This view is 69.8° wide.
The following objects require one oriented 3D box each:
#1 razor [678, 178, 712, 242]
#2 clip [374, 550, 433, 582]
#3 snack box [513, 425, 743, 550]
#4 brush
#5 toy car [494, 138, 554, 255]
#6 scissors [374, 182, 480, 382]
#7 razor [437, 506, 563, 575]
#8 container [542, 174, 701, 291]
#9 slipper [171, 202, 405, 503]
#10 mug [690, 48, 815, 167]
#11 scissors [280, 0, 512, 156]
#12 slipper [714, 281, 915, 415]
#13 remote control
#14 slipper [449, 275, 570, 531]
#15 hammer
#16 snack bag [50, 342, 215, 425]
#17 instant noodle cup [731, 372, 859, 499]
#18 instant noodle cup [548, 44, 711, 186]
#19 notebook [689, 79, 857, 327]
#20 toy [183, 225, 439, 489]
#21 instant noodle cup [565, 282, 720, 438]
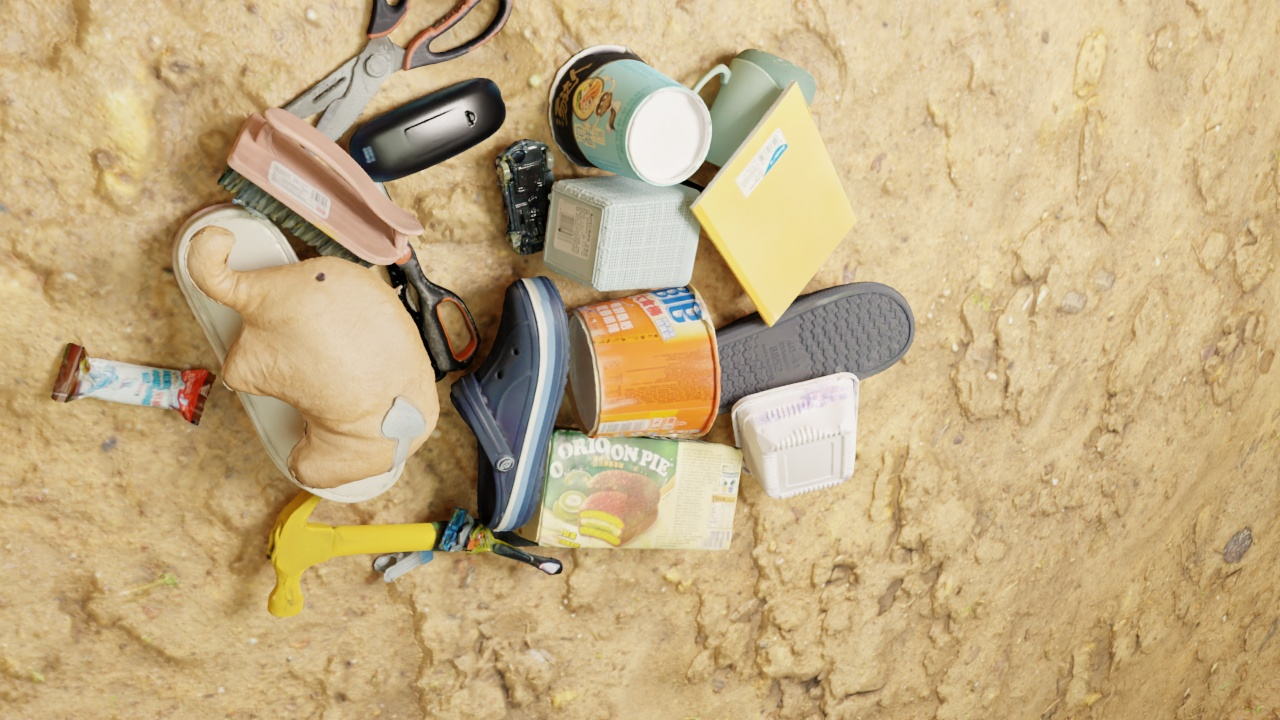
[{"bbox_3d":[0.075,-0.132,0.892,0.167,0.062,0.068,25,131,-31],"label":"razor"},{"bbox_3d":[-0.231,0.195,0.898,0.056,0.028,0.024,-21,125,-30],"label":"clip"},{"bbox_3d":[-0.008,0.133,0.944,0.239,0.063,0.114,8,89,-33],"label":"snack box"},{"bbox_3d":[-0.235,-0.122,0.688,0.073,0.063,0.145,-33,128,25],"label":"brush"},{"bbox_3d":[-0.098,-0.142,0.792,0.048,0.031,0.106,-21,130,-25],"label":"toy car"},{"bbox_3d":[-0.211,-0.072,0.767,0.125,0.022,0.235,-41,127,-6],"label":"scissors"},{"bbox_3d":[-0.129,0.187,0.896,0.142,0.022,0.042,31,81,-36],"label":"razor"},{"bbox_3d":[-0.018,-0.112,0.800,0.111,0.090,0.090,-13,121,-45],"label":"container"},{"bbox_3d":[-0.279,0.000,0.743,0.114,0.054,0.274,-32,119,-16],"label":"slipper"},{"bbox_3d":[0.093,-0.226,0.835,0.111,0.082,0.106,18,105,-18],"label":"mug"},{"bbox_3d":[-0.193,-0.246,0.696,0.196,0.015,0.214,-6,118,-28],"label":"scissors"},{"bbox_3d":[0.156,-0.023,0.982,0.268,0.083,0.111,-17,117,-1],"label":"slipper"},{"bbox_3d":[-0.164,-0.183,0.730,0.136,0.024,0.053,-31,123,-22],"label":"remote control"},{"bbox_3d":[-0.128,0.039,0.826,0.095,0.105,0.253,0,116,-25],"label":"slipper"},{"bbox_3d":[-0.199,0.168,0.877,0.300,0.033,0.129,5,96,-36],"label":"hammer"},{"bbox_3d":[-0.389,0.019,0.707,0.104,0.026,0.048,17,92,-36],"label":"snack bag"},{"bbox_3d":[0.175,0.092,0.997,0.138,0.060,0.174,-15,145,2],"label":"instant noodle cup"},{"bbox_3d":[-0.003,-0.199,0.763,0.111,0.120,0.111,-13,120,-25],"label":"instant noodle cup"},{"bbox_3d":[0.131,-0.136,0.851,0.145,0.010,0.206,-51,142,-5],"label":"notebook"},{"bbox_3d":[-0.237,-0.013,0.681,0.143,0.083,0.226,-40,118,-27],"label":"toy"},{"bbox_3d":[-0.005,0.005,0.856,0.111,0.151,0.151,-8,118,-18],"label":"instant noodle cup"}]
